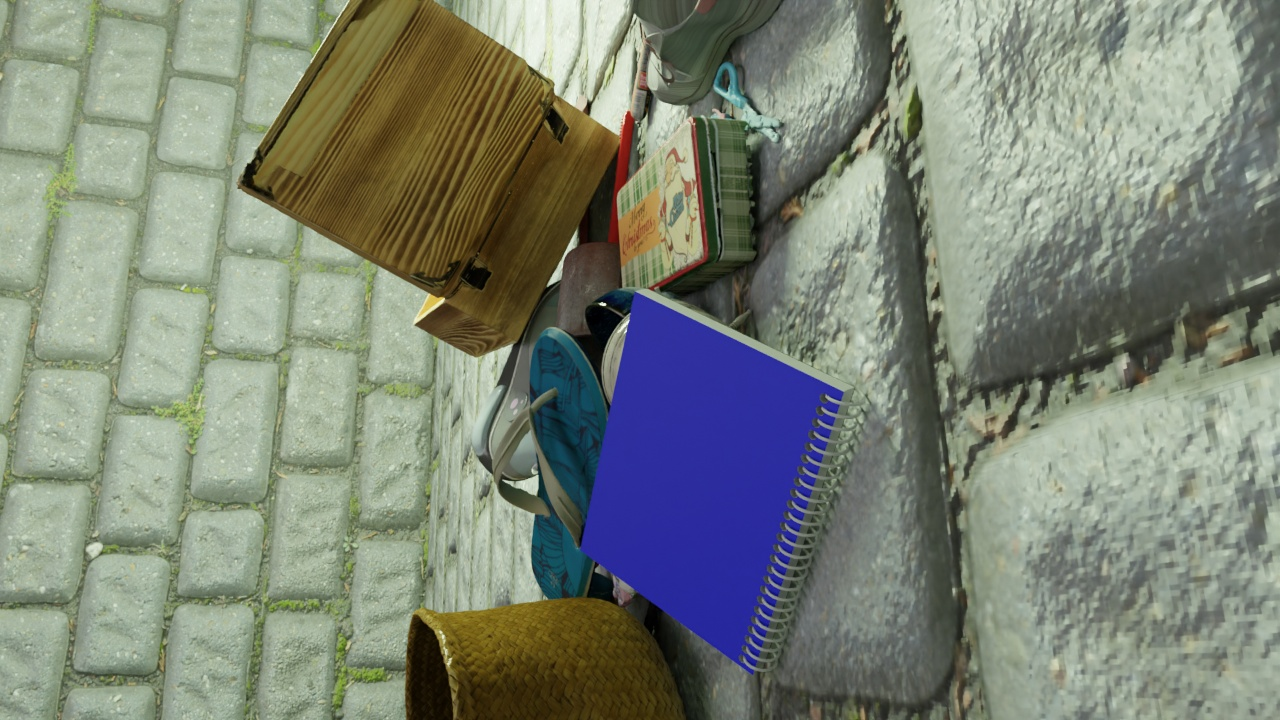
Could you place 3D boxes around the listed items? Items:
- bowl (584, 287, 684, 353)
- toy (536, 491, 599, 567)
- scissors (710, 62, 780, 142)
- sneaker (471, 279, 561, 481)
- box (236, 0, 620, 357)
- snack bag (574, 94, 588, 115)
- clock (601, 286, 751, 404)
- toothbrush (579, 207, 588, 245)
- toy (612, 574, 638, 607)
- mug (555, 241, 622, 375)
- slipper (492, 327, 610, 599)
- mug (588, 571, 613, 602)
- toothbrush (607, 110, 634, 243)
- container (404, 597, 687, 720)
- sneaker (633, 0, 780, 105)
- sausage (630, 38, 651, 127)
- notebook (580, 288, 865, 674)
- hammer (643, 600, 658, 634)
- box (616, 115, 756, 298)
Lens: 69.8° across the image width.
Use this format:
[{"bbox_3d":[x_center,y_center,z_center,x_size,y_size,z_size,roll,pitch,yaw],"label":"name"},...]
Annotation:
[{"bbox_3d":[0.014,-0.022,0.767,0.060,0.114,0.114,-46,7,-19],"label":"bowl"},{"bbox_3d":[-0.063,0.159,0.954,0.176,0.096,0.112,-18,73,59],"label":"toy"},{"bbox_3d":[0.083,-0.198,0.712,0.141,0.015,0.076,-144,56,-62],"label":"scissors"},{"bbox_3d":[-0.079,0.010,0.990,0.161,0.093,0.256,-13,50,55],"label":"sneaker"},{"bbox_3d":[-0.238,-0.207,1.046,0.278,0.336,0.287,-63,19,-14],"label":"box"},{"bbox_3d":[-0.092,-0.282,1.257,0.057,0.013,0.158,-121,39,-63],"label":"snack bag"},{"bbox_3d":[0.025,0.030,0.680,0.061,0.103,0.157,25,102,64],"label":"clock"},{"bbox_3d":[-0.076,-0.126,1.163,0.016,0.016,0.189,145,127,-68],"label":"toothbrush"},{"bbox_3d":[-0.009,0.168,0.809,0.079,0.038,0.123,-121,34,-50],"label":"toy"},{"bbox_3d":[-0.037,-0.043,0.910,0.123,0.096,0.110,95,-176,-64],"label":"mug"},{"bbox_3d":[-0.079,0.115,0.816,0.118,0.060,0.295,31,127,37],"label":"slipper"},{"bbox_3d":[-0.068,0.286,0.960,0.078,0.078,0.121,-142,64,-69],"label":"mug"},{"bbox_3d":[-0.027,-0.173,1.034,0.018,0.012,0.212,-147,63,-70],"label":"toothbrush"},{"bbox_3d":[-0.082,0.347,0.766,0.307,0.196,0.307,180,90,-67],"label":"container"},{"bbox_3d":[0.032,-0.284,0.756,0.237,0.089,0.099,153,120,-69],"label":"sneaker"},{"bbox_3d":[0.010,-0.318,0.944,0.020,0.020,0.155,-120,38,-60],"label":"sausage"},{"bbox_3d":[0.043,0.081,0.607,0.172,0.022,0.209,28,118,33],"label":"notebook"},{"bbox_3d":[0.014,0.221,0.812,0.095,0.015,0.326,-117,35,-58],"label":"hammer"},{"bbox_3d":[0.032,-0.117,0.770,0.206,0.050,0.117,163,106,-72],"label":"box"}]
